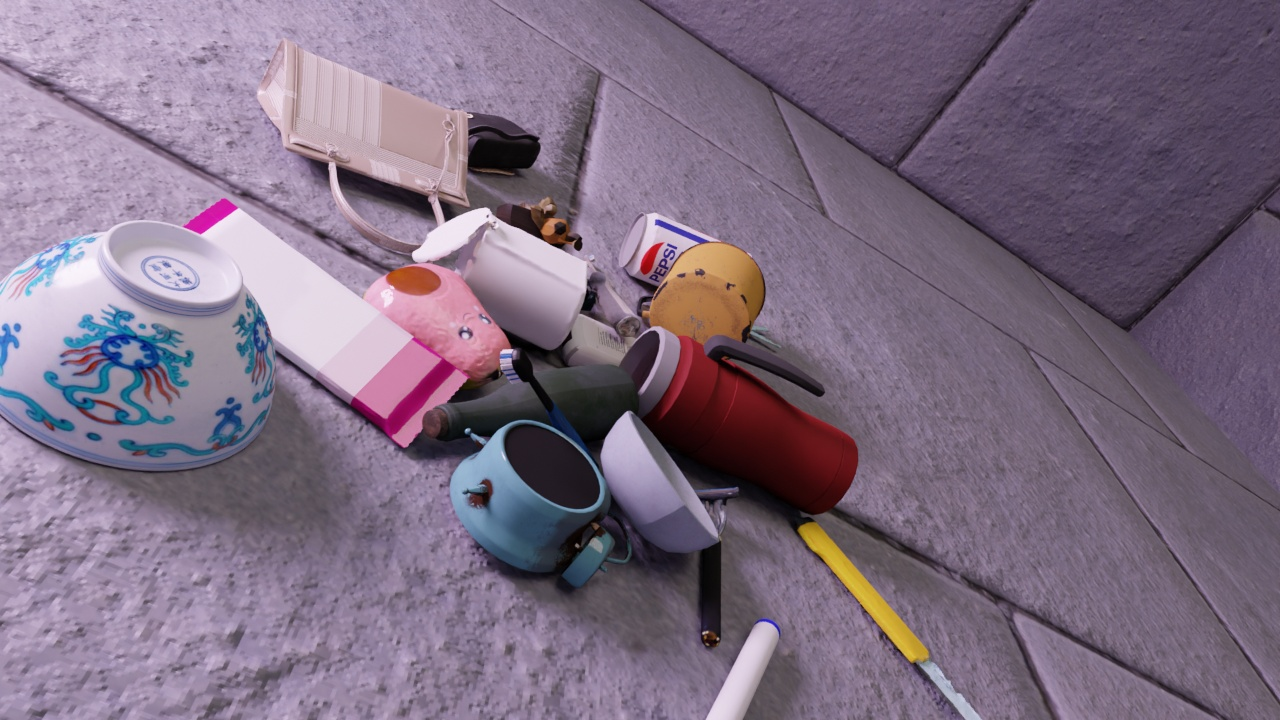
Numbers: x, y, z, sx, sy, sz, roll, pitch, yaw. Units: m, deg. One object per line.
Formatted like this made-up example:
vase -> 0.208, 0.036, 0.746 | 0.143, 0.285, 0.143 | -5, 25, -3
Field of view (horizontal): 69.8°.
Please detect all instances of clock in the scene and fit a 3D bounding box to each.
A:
clock -> -0.053, 0.086, 0.553 | 0.124, 0.053, 0.090 | 28, 27, -24

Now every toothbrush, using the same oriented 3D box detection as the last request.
toothbrush -> -0.053, 0.037, 0.578 | 0.168, 0.014, 0.014 | 66, 20, -58
toothbrush -> -0.034, -0.066, 0.850 | 0.024, 0.022, 0.185 | -16, 27, -9

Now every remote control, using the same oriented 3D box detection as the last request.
remote control -> -0.005, 0.005, 0.786 | 0.138, 0.025, 0.060 | 24, 28, -20

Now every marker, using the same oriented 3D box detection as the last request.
marker -> 0.059, 0.197, 0.545 | 0.020, 0.020, 0.141 | 40, 25, 8

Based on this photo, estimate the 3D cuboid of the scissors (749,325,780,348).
scissors -> 0.095, -0.047, 1.022 | 0.140, 0.015, 0.111 | 7, 35, -52

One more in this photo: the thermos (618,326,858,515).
thermos -> 0.084, 0.043, 0.737 | 0.198, 0.108, 0.083 | 29, 25, -21

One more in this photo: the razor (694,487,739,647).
razor -> 0.049, 0.140, 0.633 | 0.043, 0.022, 0.144 | -6, 32, 9

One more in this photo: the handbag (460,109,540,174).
handbag -> -0.163, -0.238, 0.968 | 0.079, 0.054, 0.128 | 42, 28, 20

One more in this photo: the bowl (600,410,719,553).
bowl -> 0.007, 0.088, 0.618 | 0.106, 0.039, 0.106 | 54, 3, -5

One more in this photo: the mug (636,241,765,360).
mug -> 0.053, -0.053, 0.890 | 0.124, 0.100, 0.093 | -1, 22, 16

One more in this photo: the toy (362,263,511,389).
toy -> -0.136, -0.023, 0.635 | 0.110, 0.051, 0.089 | 41, 31, 5

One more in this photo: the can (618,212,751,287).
can -> 0.050, -0.103, 0.972 | 0.132, 0.070, 0.070 | 21, 29, -17

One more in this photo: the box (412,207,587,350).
box -> -0.108, -0.071, 0.714 | 0.143, 0.090, 0.080 | 24, 40, -20

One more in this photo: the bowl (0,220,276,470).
bowl -> -0.248, -0.022, 0.466 | 0.144, 0.074, 0.143 | 29, 26, -16

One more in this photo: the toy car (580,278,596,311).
toy car -> -0.089, -0.072, 0.798 | 0.112, 0.034, 0.046 | 17, 32, -36

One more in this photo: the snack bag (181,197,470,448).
snack bag -> -0.206, -0.026, 0.573 | 0.196, 0.016, 0.070 | 36, 49, -1

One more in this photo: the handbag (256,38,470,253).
handbag -> -0.223, -0.164, 0.784 | 0.175, 0.062, 0.197 | 14, 42, -39

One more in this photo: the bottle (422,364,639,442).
bottle -> -0.073, 0.034, 0.617 | 0.173, 0.055, 0.055 | -5, 47, -53

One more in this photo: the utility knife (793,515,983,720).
utility knife -> 0.194, 0.204, 0.707 | 0.030, 0.019, 0.223 | -4, 41, -46

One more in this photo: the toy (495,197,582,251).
toy -> -0.087, -0.118, 0.832 | 0.100, 0.062, 0.076 | 20, -9, 42
